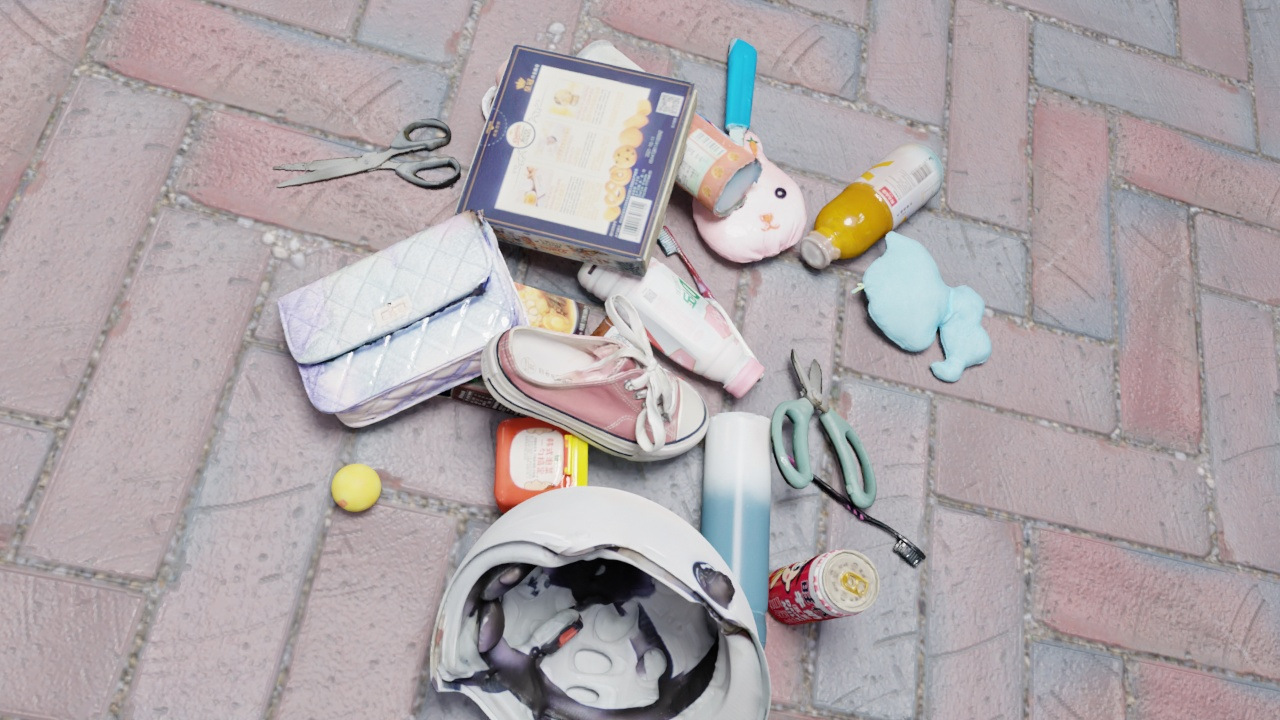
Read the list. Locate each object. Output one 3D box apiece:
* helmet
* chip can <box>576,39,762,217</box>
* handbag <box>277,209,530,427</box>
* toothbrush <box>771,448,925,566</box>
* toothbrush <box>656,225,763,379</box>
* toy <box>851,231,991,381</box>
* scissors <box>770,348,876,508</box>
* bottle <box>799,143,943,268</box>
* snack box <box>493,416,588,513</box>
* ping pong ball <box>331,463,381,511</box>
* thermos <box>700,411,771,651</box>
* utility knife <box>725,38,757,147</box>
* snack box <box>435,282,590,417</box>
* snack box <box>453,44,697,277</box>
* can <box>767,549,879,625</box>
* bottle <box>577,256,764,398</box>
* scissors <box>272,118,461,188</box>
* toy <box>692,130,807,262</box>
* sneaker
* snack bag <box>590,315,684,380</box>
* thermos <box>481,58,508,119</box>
[{"bbox_3d":[-0.024,0.198,0.723,0.258,0.230,0.145,30,28,-13],"label":"helmet"},{"bbox_3d":[0.021,-0.233,0.919,0.071,0.071,0.215,-39,69,-23],"label":"chip can"},{"bbox_3d":[-0.200,-0.037,0.785,0.194,0.075,0.134,-25,68,-1],"label":"handbag"},{"bbox_3d":[0.197,0.139,0.889,0.189,0.014,0.017,36,78,1],"label":"toothbrush"},{"bbox_3d":[0.069,-0.058,0.926,0.017,0.016,0.187,-30,80,-14],"label":"toothbrush"},{"bbox_3d":[0.296,-0.056,0.962,0.156,0.050,0.161,-3,85,-19],"label":"toy"},{"bbox_3d":[0.183,0.073,0.888,0.176,0.019,0.174,38,41,-19],"label":"scissors"},{"bbox_3d":[0.245,-0.162,0.978,0.189,0.068,0.068,-38,83,-23],"label":"bottle"},{"bbox_3d":[-0.086,0.093,0.800,0.080,0.082,0.091,1,68,-3],"label":"snack box"},{"bbox_3d":[-0.240,0.107,0.775,0.040,0.040,0.040,5,70,-13],"label":"ping pong ball"},{"bbox_3d":[0.085,0.159,0.827,0.070,0.070,0.220,8,70,-11],"label":"thermos"},{"bbox_3d":[0.106,-0.276,0.990,0.034,0.018,0.204,16,55,-11],"label":"utility knife"},{"bbox_3d":[-0.121,-0.010,0.846,0.125,0.053,0.113,16,68,-14],"label":"snack box"},{"bbox_3d":[-0.057,-0.187,0.850,0.182,0.046,0.177,15,79,9],"label":"snack box"},{"bbox_3d":[0.153,0.197,0.790,0.053,0.133,0.053,5,70,-13],"label":"can"},{"bbox_3d":[0.032,-0.040,0.881,0.197,0.068,0.068,41,66,2],"label":"bottle"},{"bbox_3d":[-0.263,-0.200,0.897,0.170,0.014,0.150,23,68,-2],"label":"scissors"},{"bbox_3d":[0.104,-0.175,0.959,0.121,0.054,0.159,-16,68,-16],"label":"toy"},{"bbox_3d":[-0.015,0.021,0.768,0.240,0.088,0.118,22,54,-40],"label":"sneaker"},{"bbox_3d":[-0.005,0.005,0.878,0.104,0.026,0.048,38,64,1],"label":"snack bag"},{"bbox_3d":[-0.085,-0.210,0.919,0.087,0.067,0.198,-33,81,7],"label":"thermos"}]
